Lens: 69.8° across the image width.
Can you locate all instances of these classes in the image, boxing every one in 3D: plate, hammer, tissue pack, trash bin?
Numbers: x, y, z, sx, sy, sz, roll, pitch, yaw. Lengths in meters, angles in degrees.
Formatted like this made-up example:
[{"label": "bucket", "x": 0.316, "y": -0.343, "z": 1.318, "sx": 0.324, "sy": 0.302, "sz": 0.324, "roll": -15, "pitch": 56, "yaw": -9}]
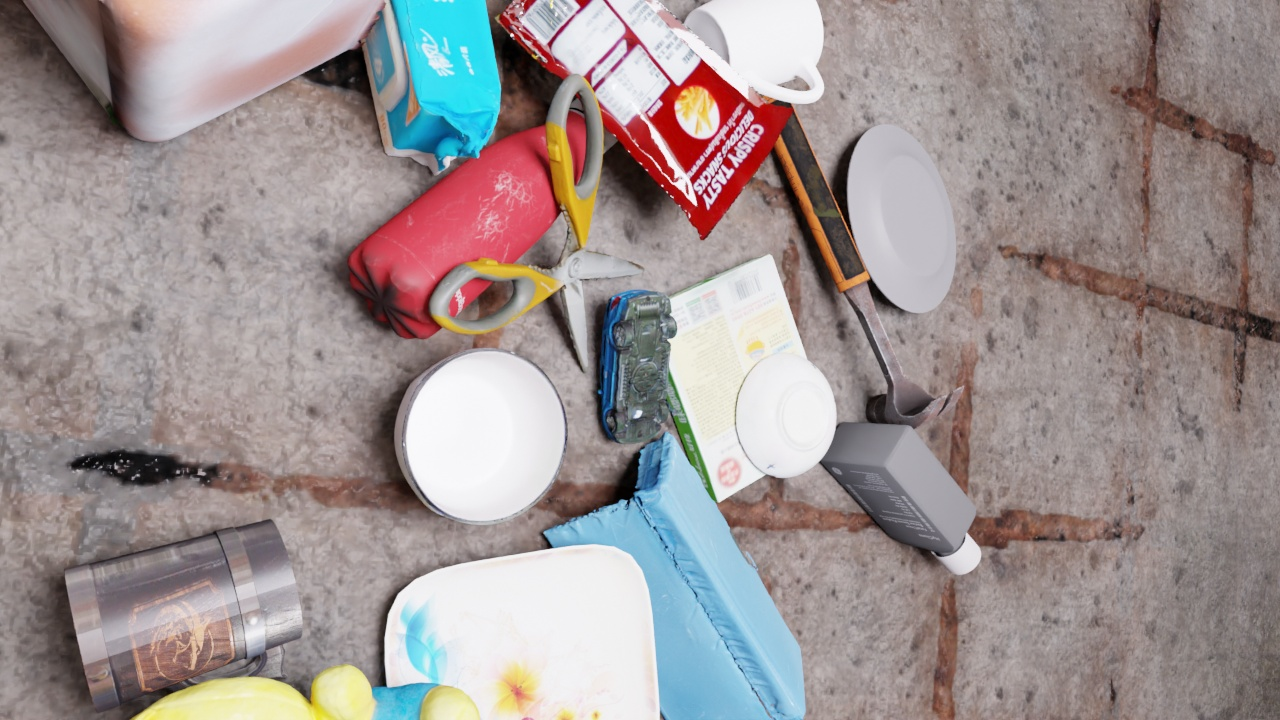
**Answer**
[{"label": "plate", "x": 0.250, "y": -0.133, "z": 0.849, "sx": 0.178, "sy": 0.012, "sz": 0.178, "roll": 9, "pitch": 76, "yaw": -41}, {"label": "hammer", "x": 0.177, "y": -0.085, "z": 0.778, "sx": 0.035, "sy": 0.138, "sz": 0.314, "roll": -25, "pitch": 92, "yaw": -10}, {"label": "plate", "x": -0.080, "y": 0.225, "z": 0.642, "sx": 0.186, "sy": 0.016, "sz": 0.187, "roll": -6, "pitch": 95, "yaw": -18}, {"label": "plate", "x": 0.127, "y": 0.045, "z": 0.754, "sx": 0.104, "sy": 0.026, "sz": 0.104, "roll": 1, "pitch": 88, "yaw": -32}, {"label": "tissue pack", "x": -0.141, "y": -0.223, "z": 0.586, "sx": 0.066, "sy": 0.117, "sz": 0.209, "roll": -12, "pitch": 95, "yaw": -26}, {"label": "trash bin", "x": -0.234, "y": -0.232, "z": 0.453, "sx": 0.157, "sy": 0.260, "sz": 0.181, "roll": -39, "pitch": 108, "yaw": -22}]

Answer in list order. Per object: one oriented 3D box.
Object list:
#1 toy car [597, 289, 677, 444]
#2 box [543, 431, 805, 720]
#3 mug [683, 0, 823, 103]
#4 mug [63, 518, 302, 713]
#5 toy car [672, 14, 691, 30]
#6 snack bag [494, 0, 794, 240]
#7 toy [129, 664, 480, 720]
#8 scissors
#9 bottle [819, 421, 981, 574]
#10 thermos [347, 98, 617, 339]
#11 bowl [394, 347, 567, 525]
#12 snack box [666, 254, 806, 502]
[{"label": "toy car", "x": -0.004, "y": 0.004, "z": 0.695, "sx": 0.056, "sy": 0.044, "sz": 0.120, "roll": -10, "pitch": 111, "yaw": -36}, {"label": "box", "x": 0.030, "y": 0.186, "z": 0.721, "sx": 0.112, "sy": 0.094, "sz": 0.231, "roll": -26, "pitch": 107, "yaw": 16}, {"label": "mug", "x": 0.096, "y": -0.246, "z": 0.738, "sx": 0.087, "sy": 0.081, "sz": 0.114, "roll": -24, "pitch": 70, "yaw": -23}, {"label": "mug", "x": -0.260, "y": 0.157, "z": 0.533, "sx": 0.107, "sy": 0.080, "sz": 0.116, "roll": -13, "pitch": 123, "yaw": -31}, {"label": "toy car", "x": 0.032, "y": -0.221, "z": 0.728, "sx": 0.032, "sy": 0.048, "sz": 0.105, "roll": -38, "pitch": 108, "yaw": -23}, {"label": "snack bag", "x": 0.008, "y": -0.203, "z": 0.657, "sx": 0.208, "sy": 0.067, "sz": 0.138, "roll": 39, "pitch": 61, "yaw": -10}, {"label": "toy", "x": -0.203, "y": 0.243, "z": 0.537, "sx": 0.213, "sy": 0.084, "sz": 0.149, "roll": 6, "pitch": 108, "yaw": -24}, {"label": "scissors", "x": -0.061, "y": -0.071, "z": 0.621, "sx": 0.228, "sy": 0.016, "sz": 0.226, "roll": -39, "pitch": 138, "yaw": -41}, {"label": "bottle", "x": 0.245, "y": 0.128, "z": 0.820, "sx": 0.174, "sy": 0.084, "sz": 0.046, "roll": 46, "pitch": 67, "yaw": -22}, {"label": "thermos", "x": -0.093, "y": -0.112, "z": 0.635, "sx": 0.239, "sy": 0.073, "sz": 0.073, "roll": -48, "pitch": 111, "yaw": -31}, {"label": "bowl", "x": -0.114, "y": 0.050, "z": 0.620, "sx": 0.116, "sy": 0.066, "sz": 0.116, "roll": 1, "pitch": 89, "yaw": -30}, {"label": "snack box", "x": 0.080, "y": 0.013, "z": 0.759, "sx": 0.131, "sy": 0.027, "sz": 0.168, "roll": -26, "pitch": 102, "yaw": -28}]
